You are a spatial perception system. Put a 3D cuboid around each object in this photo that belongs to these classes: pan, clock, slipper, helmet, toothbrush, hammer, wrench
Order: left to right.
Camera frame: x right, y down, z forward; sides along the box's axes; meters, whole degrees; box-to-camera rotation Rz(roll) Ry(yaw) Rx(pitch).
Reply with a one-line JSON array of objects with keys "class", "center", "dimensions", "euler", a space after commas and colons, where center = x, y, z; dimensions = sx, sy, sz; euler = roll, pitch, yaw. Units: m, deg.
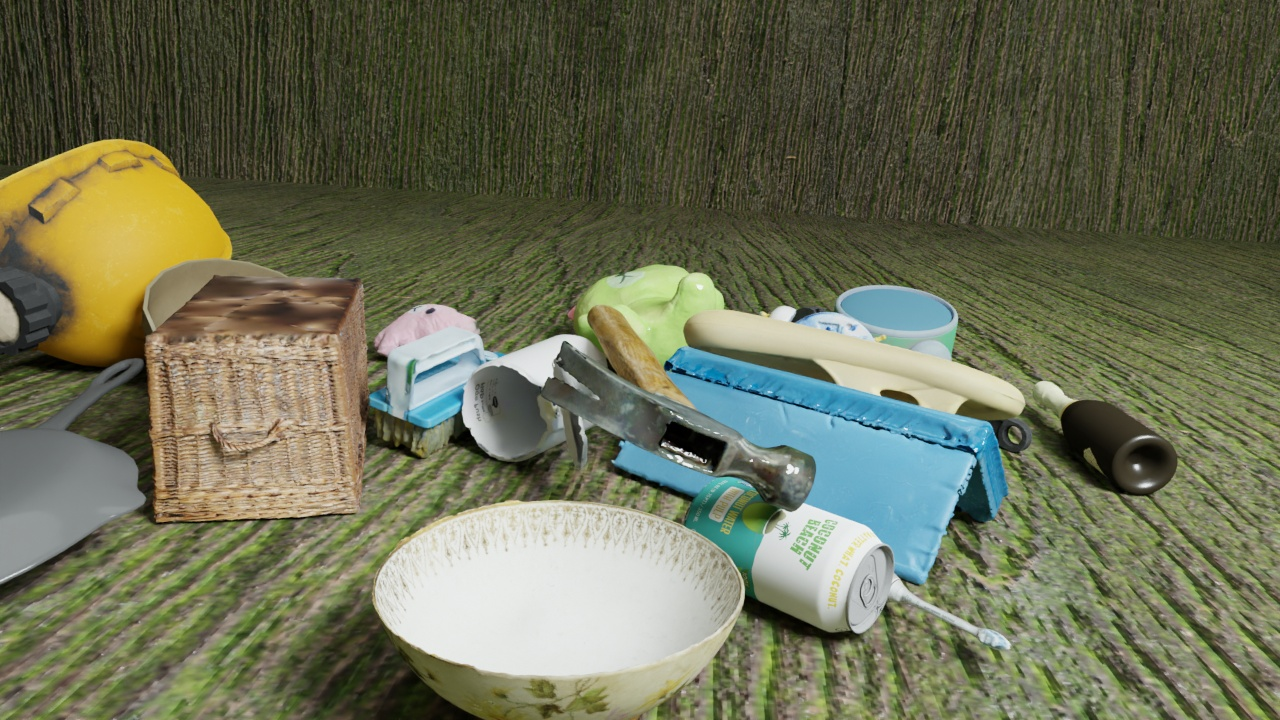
[{"class": "pan", "center": [-0.364, 0.054, 0.515], "dimensions": [0.216, 0.024, 0.354], "euler": [-7, 20, -2]}, {"class": "helmet", "center": [-0.447, -0.071, 0.800], "dimensions": [0.131, 0.206, 0.254], "euler": [31, 24, 3]}, {"class": "hammer", "center": [-0.003, 0.003, 0.579], "dimensions": [0.132, 0.033, 0.330], "euler": [22, 8, -13]}, {"class": "clock", "center": [0.147, -0.001, 0.799], "dimensions": [0.125, 0.089, 0.052], "euler": [8, 10, 10]}, {"class": "slipper", "center": [0.154, 0.027, 0.709], "dimensions": [0.261, 0.079, 0.111], "euler": [15, -7, 4]}, {"class": "toothbrush", "center": [0.111, 0.113, 0.492], "dimensions": [0.024, 0.022, 0.186], "euler": [30, -6, -42]}, {"class": "clock", "center": [0.251, -0.015, 0.917], "dimensions": [0.122, 0.075, 0.161], "euler": [7, 28, 12]}, {"class": "wrench", "center": [0.223, 0.016, 0.814], "dimensions": [0.018, 0.073, 0.273], "euler": [-8, 25, -35]}]

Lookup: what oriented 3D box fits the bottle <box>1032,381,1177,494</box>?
[{"class": "bottle", "center": [0.355, 0.050, 0.729], "dimensions": [0.045, 0.045, 0.184], "euler": [3, 15, 1]}]

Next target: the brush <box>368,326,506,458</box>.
[{"class": "brush", "center": [-0.137, 0.012, 0.686], "dimensions": [0.055, 0.075, 0.135], "euler": [19, 24, 21]}]

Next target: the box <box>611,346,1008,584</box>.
[{"class": "box", "center": [0.107, 0.077, 0.610], "dimensions": [0.232, 0.094, 0.112], "euler": [16, 65, 36]}]

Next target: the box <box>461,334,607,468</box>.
[{"class": "box", "center": [-0.057, 0.027, 0.640], "dimensions": [0.136, 0.084, 0.146], "euler": [1, 13, 30]}]

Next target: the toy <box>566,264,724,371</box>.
[{"class": "toy", "center": [0.007, -0.039, 0.909], "dimensions": [0.150, 0.107, 0.197], "euler": [-21, 7, -1]}]

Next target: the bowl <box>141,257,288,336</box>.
[{"class": "bowl", "center": [-0.331, -0.017, 0.759], "dimensions": [0.152, 0.051, 0.152], "euler": [23, 32, -16]}]

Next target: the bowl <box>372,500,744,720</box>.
[{"class": "bowl", "center": [-0.033, 0.114, 0.374], "dimensions": [0.145, 0.063, 0.145], "euler": [2, 14, -1]}]

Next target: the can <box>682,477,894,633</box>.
[{"class": "can", "center": [0.073, 0.098, 0.470], "dimensions": [0.102, 0.055, 0.054], "euler": [16, 20, 39]}]

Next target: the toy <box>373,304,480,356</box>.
[{"class": "toy", "center": [-0.212, -0.026, 0.892], "dimensions": [0.095, 0.053, 0.099], "euler": [-17, 19, -22]}]

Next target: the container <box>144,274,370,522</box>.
[{"class": "container", "center": [-0.241, 0.016, 0.604], "dimensions": [0.113, 0.113, 0.198], "euler": [-1, 17, -14]}]
